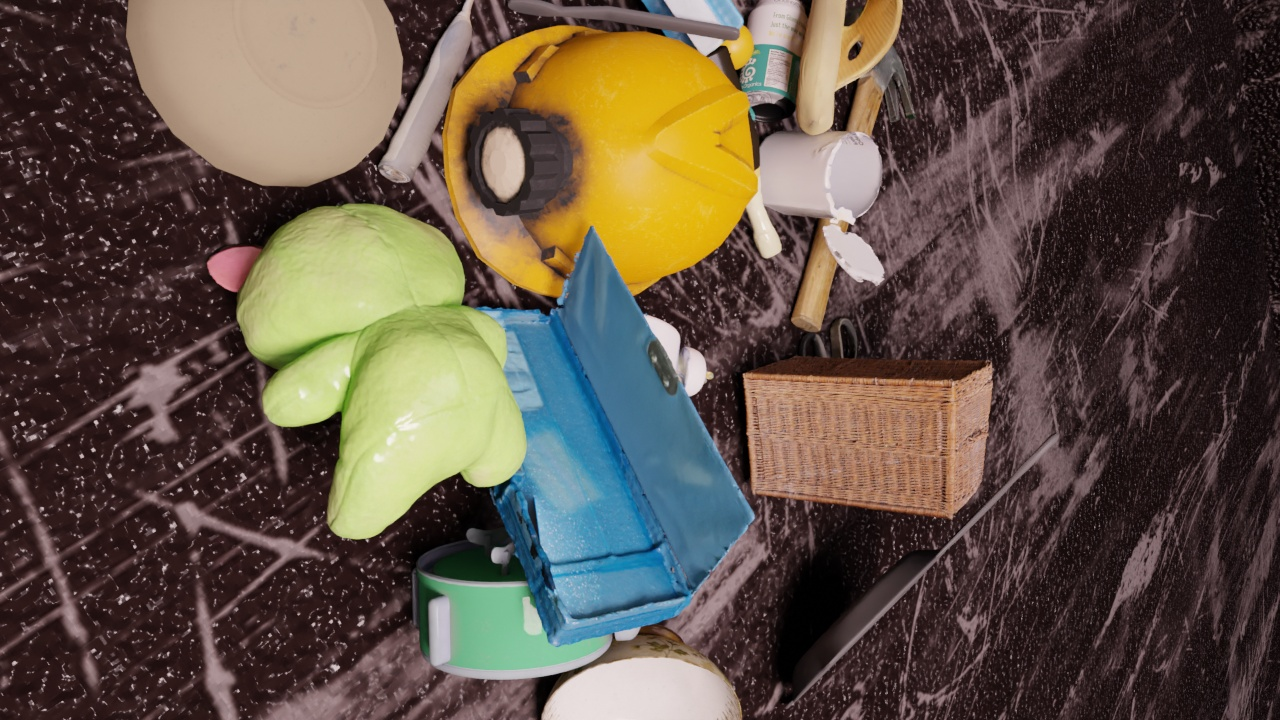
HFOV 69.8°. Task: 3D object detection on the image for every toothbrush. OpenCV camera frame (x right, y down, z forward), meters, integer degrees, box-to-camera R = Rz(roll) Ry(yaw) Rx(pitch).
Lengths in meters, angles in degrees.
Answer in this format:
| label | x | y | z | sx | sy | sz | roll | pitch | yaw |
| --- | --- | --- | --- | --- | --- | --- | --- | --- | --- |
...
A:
| label | x | y | z | sx | sy | sz | roll | pitch | yaw |
| --- | --- | --- | --- | --- | --- | --- | --- | --- | --- |
| toothbrush | -0.127 | -0.199 | 0.601 | 0.022 | 0.024 | 0.185 | 80 | 27 | -71 |
| toothbrush | -0.010 | -0.245 | 0.656 | 0.167 | 0.013 | 0.013 | 7 | 71 | -6 |

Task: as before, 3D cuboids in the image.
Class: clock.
| label | x | y | z | sx | sy | sz | roll | pitch | yaw |
| --- | --- | --- | --- | --- | --- | --- | --- | --- | --- |
| clock | -0.060 | 0.146 | 0.585 | 0.161 | 0.122 | 0.075 | -2 | 92 | -21 |
| clock | -0.004 | 0.004 | 0.677 | 0.125 | 0.089 | 0.052 | 23 | 67 | -41 |

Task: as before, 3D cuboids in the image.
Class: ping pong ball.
| label | x | y | z | sx | sy | sz | roll | pitch | yaw |
| --- | --- | --- | --- | --- | --- | --- | --- | --- | --- |
| ping pong ball | 0.077 | -0.270 | 0.788 | 0.040 | 0.040 | 0.040 | 0 | 90 | -45 |

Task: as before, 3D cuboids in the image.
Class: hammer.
| label | x | y | z | sx | sy | sz | roll | pitch | yaw |
| --- | --- | --- | --- | --- | --- | --- | --- | --- | --- |
| hammer | 0.209 | -0.183 | 0.927 | 0.132 | 0.033 | 0.330 | 33 | 68 | -41 |

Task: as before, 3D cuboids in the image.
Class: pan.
| label | x | y | z | sx | sy | sz | roll | pitch | yaw |
| --- | --- | --- | --- | --- | --- | --- | --- | --- | --- |
| pan | 0.237 | 0.189 | 0.818 | 0.355 | 0.024 | 0.216 | -53 | 157 | 20 |

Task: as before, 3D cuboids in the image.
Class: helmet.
| label | x | y | z | sx | sy | sz | roll | pitch | yaw |
| --- | --- | --- | --- | --- | --- | --- | --- | --- | --- |
| helmet | 0.004 | -0.147 | 0.654 | 0.254 | 0.132 | 0.205 | -16 | 100 | -45 |

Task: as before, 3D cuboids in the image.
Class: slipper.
| label | x | y | z | sx | sy | sz | roll | pitch | yaw |
| --- | --- | --- | --- | --- | --- | --- | --- | --- | --- |
| slipper | 0.191 | -0.295 | 0.826 | 0.111 | 0.079 | 0.260 | 89 | 15 | -50 |

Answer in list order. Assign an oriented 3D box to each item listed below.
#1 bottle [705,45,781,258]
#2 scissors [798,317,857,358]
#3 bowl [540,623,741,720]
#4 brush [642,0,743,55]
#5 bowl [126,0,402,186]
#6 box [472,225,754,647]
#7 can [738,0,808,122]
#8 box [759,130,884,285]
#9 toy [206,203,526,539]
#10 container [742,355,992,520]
| label | x | y | z | sx | sy | sz | roll | pitch | yaw |
| --- | --- | --- | --- | --- | --- | --- | --- | --- | --- |
| bottle | 0.084 | -0.174 | 0.791 | 0.045 | 0.045 | 0.184 | -41 | 117 | -37 |
| scissors | 0.205 | 0.032 | 0.933 | 0.165 | 0.013 | 0.150 | 46 | 61 | -32 |
| bowl | -0.001 | 0.241 | 0.675 | 0.145 | 0.145 | 0.063 | 54 | 18 | -30 |
| brush | 0.019 | -0.295 | 0.693 | 0.136 | 0.055 | 0.075 | 52 | 17 | -14 |
| bowl | -0.196 | -0.176 | 0.512 | 0.152 | 0.051 | 0.152 | 0 | 90 | -45 |
| box | -0.037 | 0.032 | 0.538 | 0.094 | 0.113 | 0.231 | -2 | 50 | -33 |
| can | 0.117 | -0.268 | 0.818 | 0.055 | 0.055 | 0.101 | 19 | 77 | -43 |
| box | 0.162 | -0.135 | 0.808 | 0.084 | 0.147 | 0.136 | 18 | 88 | -38 |
| toy | -0.138 | -0.016 | 0.491 | 0.149 | 0.107 | 0.196 | -18 | 70 | -40 |
| container | 0.196 | 0.059 | 0.797 | 0.113 | 0.199 | 0.113 | -14 | 104 | -55 |
